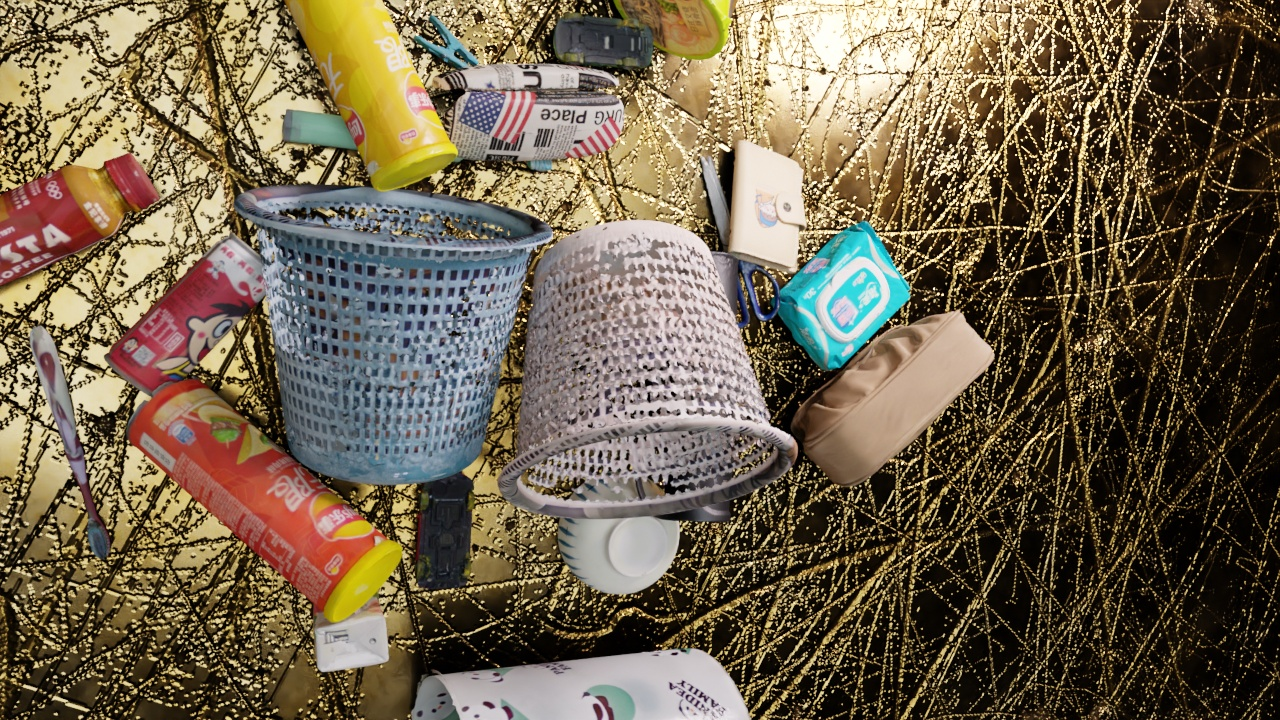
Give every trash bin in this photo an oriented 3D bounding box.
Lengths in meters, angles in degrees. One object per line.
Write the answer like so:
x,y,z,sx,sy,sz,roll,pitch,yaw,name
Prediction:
-0.004,0.006,0.731,0.227,0.228,0.192,3,64,-22,trash bin
-0.047,0.364,0.792,0.251,0.230,0.229,-2,97,-26,trash bin
-0.190,-0.020,0.703,0.226,0.226,0.195,2,108,-22,trash bin

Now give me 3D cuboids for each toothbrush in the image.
-0.182,-0.183,0.774,0.224,0.027,0.027,2,65,-22,toothbrush
-0.438,0.065,0.705,0.016,0.017,0.187,-13,102,-21,toothbrush

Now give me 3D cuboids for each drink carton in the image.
-0.237,0.197,0.742,0.053,0.122,0.045,-4,107,-20,drink carton

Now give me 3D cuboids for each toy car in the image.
-0.034,-0.281,0.815,0.091,0.036,0.043,-1,97,-23,toy car
-0.173,0.149,0.812,0.049,0.031,0.106,2,97,-23,toy car

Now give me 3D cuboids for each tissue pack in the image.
0.205,-0.065,0.928,0.133,0.050,0.093,-45,109,-12,tissue pack

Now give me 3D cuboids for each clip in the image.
-0.163,-0.265,0.779,0.056,0.014,0.039,38,83,-19,clip

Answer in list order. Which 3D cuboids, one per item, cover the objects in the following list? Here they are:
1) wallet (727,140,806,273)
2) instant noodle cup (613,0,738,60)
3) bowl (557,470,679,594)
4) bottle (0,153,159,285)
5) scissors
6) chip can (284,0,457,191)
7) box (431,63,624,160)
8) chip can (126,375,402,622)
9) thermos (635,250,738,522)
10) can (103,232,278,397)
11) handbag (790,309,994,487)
0.125,-0.147,0.887,0.087,0.024,0.115,13,72,-30,wallet
0.052,-0.352,0.808,0.111,0.112,0.123,33,76,-22,instant noodle cup
-0.013,0.166,0.859,0.116,0.066,0.116,-2,97,-22,bowl
-0.442,-0.095,0.663,0.174,0.057,0.057,-31,106,-16,bottle
0.098,-0.118,0.889,0.108,0.012,0.175,7,98,1,scissors
-0.219,-0.242,0.710,0.072,0.072,0.213,-26,94,-17,chip can
-0.092,-0.207,0.779,0.162,0.076,0.088,-7,106,-29,box
-0.283,0.102,0.689,0.216,0.073,0.073,36,81,10,chip can
0.043,0.024,0.838,0.090,0.068,0.242,4,82,-9,thermos
-0.345,-0.035,0.711,0.053,0.053,0.132,45,79,-20,can
0.240,0.032,0.906,0.204,0.148,0.100,-39,88,-14,handbag
